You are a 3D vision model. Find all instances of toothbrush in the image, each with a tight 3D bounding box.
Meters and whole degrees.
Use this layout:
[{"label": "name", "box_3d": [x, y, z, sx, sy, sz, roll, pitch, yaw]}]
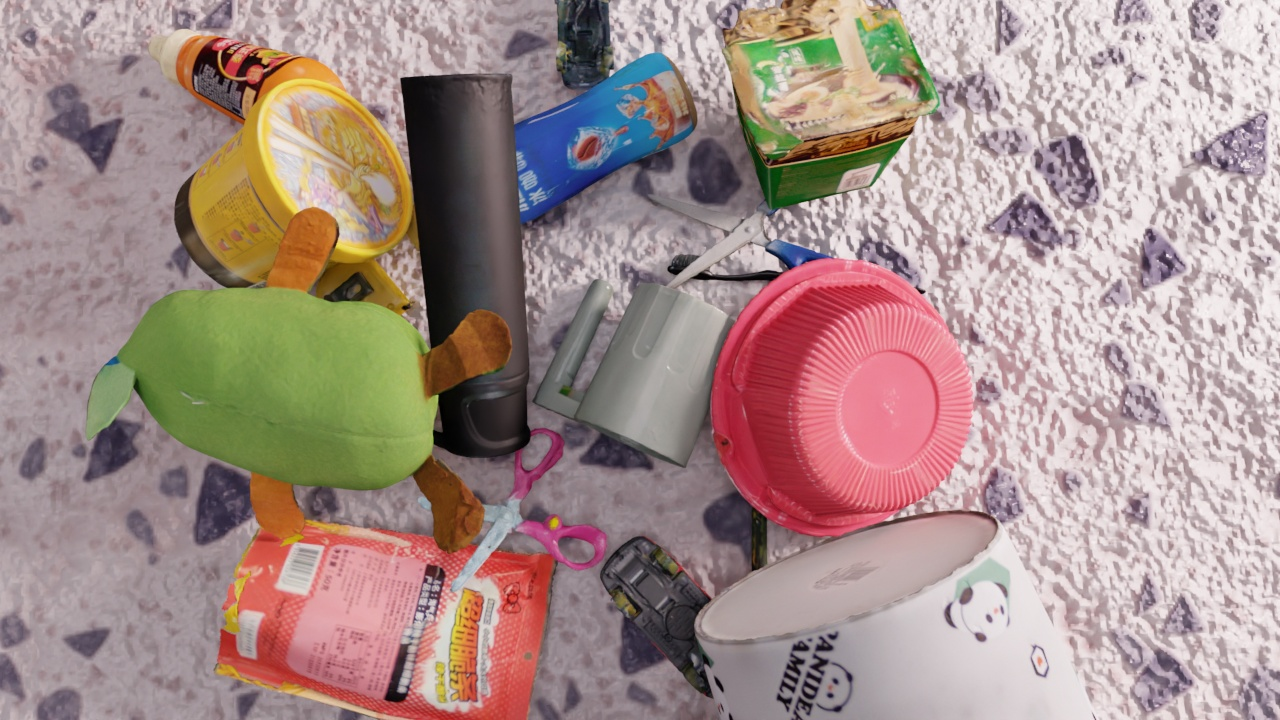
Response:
[{"label": "toothbrush", "box_3d": [0.114, -0.061, 0.668, 0.189, 0.014, 0.016, 5, 71, 0]}, {"label": "toothbrush", "box_3d": [0.084, 0.086, 0.648, 0.012, 0.017, 0.185, 0, 84, 3]}]

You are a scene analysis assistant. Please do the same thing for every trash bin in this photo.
[{"label": "trash bin", "box_3d": [0.158, 0.236, 0.519, 0.229, 0.229, 0.252, -21, 88, -3]}]

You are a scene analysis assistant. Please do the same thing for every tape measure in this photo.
[{"label": "tape measure", "box_3d": [-0.202, -0.046, 0.654, 0.057, 0.029, 0.060, -40, 85, -4]}]

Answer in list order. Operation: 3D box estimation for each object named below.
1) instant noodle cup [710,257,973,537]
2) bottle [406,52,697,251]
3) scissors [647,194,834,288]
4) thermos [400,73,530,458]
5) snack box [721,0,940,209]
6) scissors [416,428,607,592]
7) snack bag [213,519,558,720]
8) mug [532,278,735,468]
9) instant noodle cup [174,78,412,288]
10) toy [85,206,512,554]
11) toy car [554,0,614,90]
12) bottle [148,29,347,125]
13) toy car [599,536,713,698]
[{"label": "instant noodle cup", "box_3d": [0.146, 0.028, 0.602, 0.193, 0.066, 0.194, -1, 94, -19]}, {"label": "bottle", "box_3d": [-0.068, -0.142, 0.648, 0.218, 0.065, 0.065, -28, 85, -3]}, {"label": "scissors", "box_3d": [0.092, -0.097, 0.663, 0.176, 0.012, 0.162, 31, 77, 8]}, {"label": "thermos", "box_3d": [-0.120, -0.059, 0.596, 0.090, 0.068, 0.243, -1, 106, 0]}, {"label": "snack box", "box_3d": [0.119, -0.166, 0.620, 0.118, 0.106, 0.117, -13, 66, -1]}, {"label": "scissors", "box_3d": [-0.085, 0.101, 0.631, 0.133, 0.017, 0.133, 12, 69, -9]}, {"label": "snack bag", "box_3d": [-0.167, 0.175, 0.616, 0.208, 0.073, 0.128, 12, 70, -4]}, {"label": "mug", "box_3d": [-0.004, 0.004, 0.632, 0.124, 0.083, 0.103, 21, 82, 27]}, {"label": "instant noodle cup", "box_3d": [-0.233, -0.105, 0.605, 0.115, 0.118, 0.118, -21, 83, 30]}, {"label": "toy", "box_3d": [-0.202, 0.018, 0.560, 0.247, 0.089, 0.227, 14, 108, 2]}, {"label": "toy car", "box_3d": [-0.041, -0.242, 0.675, 0.043, 0.034, 0.090, -4, 82, 1]}, {"label": "bottle", "box_3d": [-0.286, -0.200, 0.657, 0.149, 0.067, 0.066, 23, 84, 9]}, {"label": "toy car", "box_3d": [0.026, 0.173, 0.624, 0.053, 0.045, 0.120, -43, 81, -3]}]
